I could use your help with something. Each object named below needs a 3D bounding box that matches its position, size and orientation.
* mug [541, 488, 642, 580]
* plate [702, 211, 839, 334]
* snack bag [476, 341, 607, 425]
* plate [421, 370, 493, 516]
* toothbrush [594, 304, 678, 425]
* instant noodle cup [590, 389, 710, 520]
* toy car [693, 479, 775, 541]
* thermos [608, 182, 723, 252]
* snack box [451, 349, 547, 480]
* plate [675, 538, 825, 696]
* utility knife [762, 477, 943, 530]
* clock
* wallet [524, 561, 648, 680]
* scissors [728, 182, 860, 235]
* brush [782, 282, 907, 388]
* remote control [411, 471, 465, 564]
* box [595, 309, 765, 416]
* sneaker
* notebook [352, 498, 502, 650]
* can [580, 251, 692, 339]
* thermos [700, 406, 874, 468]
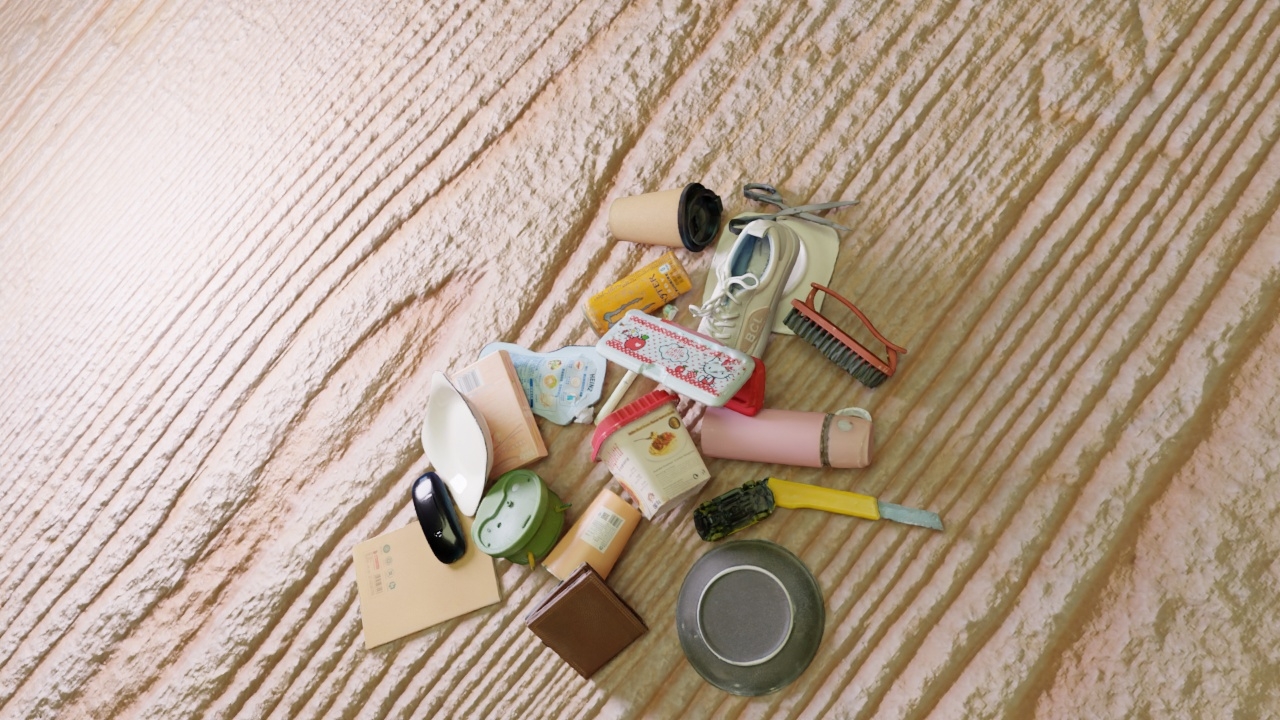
[{"bbox_3d":[-0.056,0.224,1.134,0.078,0.078,0.122,30,80,27],"label":"mug"},{"bbox_3d":[0.166,-0.121,1.196,0.164,0.034,0.163,12,76,24],"label":"plate"},{"bbox_3d":[-0.138,0.030,1.256,0.191,0.039,0.110,4,72,22],"label":"snack bag"},{"bbox_3d":[-0.238,0.109,1.227,0.163,0.034,0.165,49,136,32],"label":"plate"},{"bbox_3d":[-0.007,0.007,1.225,0.020,0.029,0.189,34,86,-13],"label":"toothbrush"},{"bbox_3d":[0.016,0.118,1.118,0.116,0.117,0.124,-27,74,-21],"label":"instant noodle cup"},{"bbox_3d":[0.115,0.182,1.103,0.105,0.032,0.048,-29,63,16],"label":"toy car"},{"bbox_3d":[0.032,-0.194,1.249,0.143,0.093,0.093,4,72,31],"label":"thermos"},{"bbox_3d":[-0.191,0.073,1.239,0.085,0.026,0.157,-27,79,20],"label":"snack box"},{"bbox_3d":[0.123,0.295,1.065,0.180,0.024,0.179,-7,69,19],"label":"plate"},{"bbox_3d":[0.239,0.169,1.070,0.224,0.015,0.033,8,74,26],"label":"utility knife"},{"bbox_3d":[-0.162,0.199,1.173,0.161,0.056,0.116,14,68,50],"label":"clock"},{"bbox_3d":[-0.064,0.312,1.087,0.101,0.124,0.032,-40,24,-1],"label":"wallet"},{"bbox_3d":[0.197,-0.196,1.203,0.181,0.014,0.159,-17,44,-9],"label":"scissors"},{"bbox_3d":[0.248,-0.031,1.107,0.146,0.063,0.069,40,103,17],"label":"brush"},{"bbox_3d":[-0.277,0.210,1.241,0.053,0.024,0.136,-33,62,7],"label":"remote control"},{"bbox_3d":[0.042,0.010,1.097,0.202,0.095,0.100,24,37,36],"label":"box"},{"bbox_3d":[0.116,-0.061,1.131,0.089,0.090,0.242,31,103,28],"label":"sneaker"},{"bbox_3d":[-0.292,0.286,1.238,0.208,0.008,0.147,-23,64,12],"label":"notebook"},{"bbox_3d":[-0.005,-0.087,1.236,0.146,0.058,0.058,-30,63,9],"label":"can"},{"bbox_3d":[0.178,0.085,1.102,0.199,0.067,0.087,1,42,22],"label":"thermos"}]
